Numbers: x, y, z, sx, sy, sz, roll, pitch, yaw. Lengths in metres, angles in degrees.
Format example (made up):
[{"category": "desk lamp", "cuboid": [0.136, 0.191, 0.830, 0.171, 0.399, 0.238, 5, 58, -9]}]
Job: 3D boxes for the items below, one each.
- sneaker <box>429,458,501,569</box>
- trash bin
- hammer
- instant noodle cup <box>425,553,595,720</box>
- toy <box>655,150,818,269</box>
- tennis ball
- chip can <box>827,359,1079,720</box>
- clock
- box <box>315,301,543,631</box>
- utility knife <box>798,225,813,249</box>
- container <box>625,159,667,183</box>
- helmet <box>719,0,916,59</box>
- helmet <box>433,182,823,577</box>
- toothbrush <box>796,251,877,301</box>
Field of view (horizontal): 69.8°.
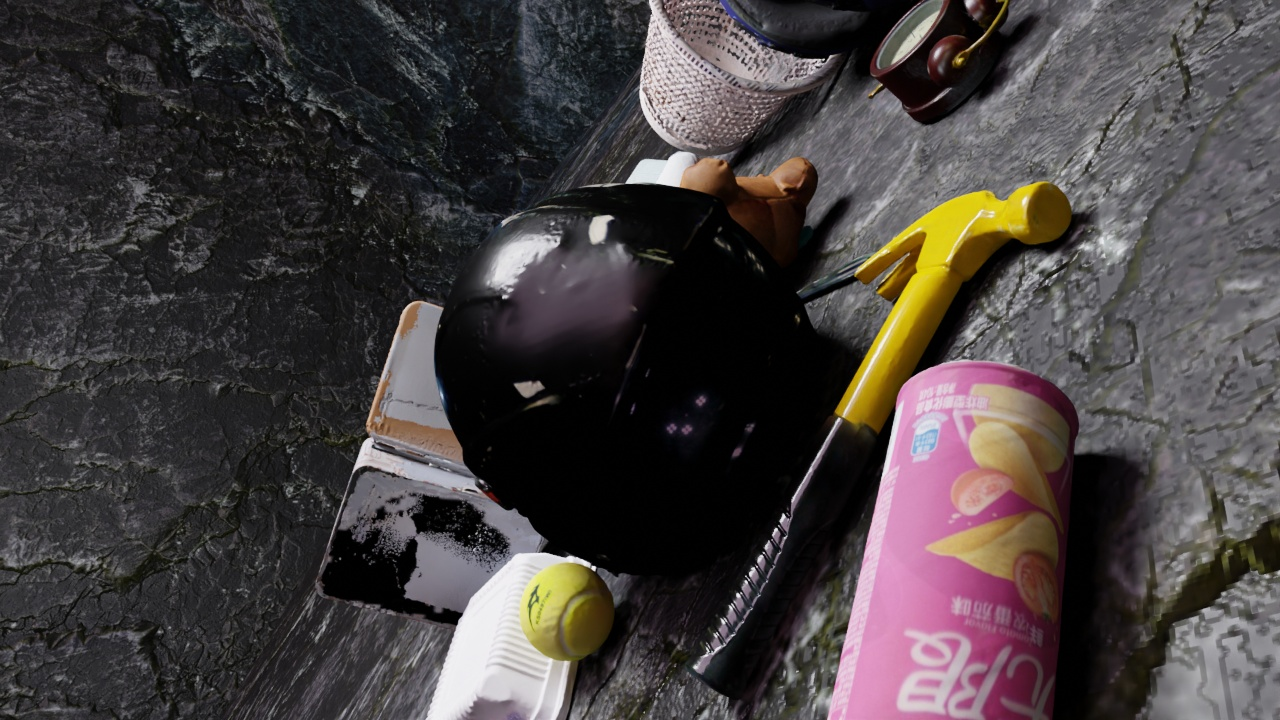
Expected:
[{"category": "sneaker", "cuboid": [-0.185, 0.127, 0.980, 0.089, 0.090, 0.242, 46, 120, 62]}, {"category": "trash bin", "cuboid": [0.093, -0.342, 1.033, 0.227, 0.227, 0.193, -63, 4, -25]}, {"category": "hammer", "cuboid": [0.112, 0.037, 0.485, 0.300, 0.033, 0.129, -58, 15, -11]}, {"category": "instant noodle cup", "cuboid": [-0.103, 0.225, 0.695, 0.138, 0.060, 0.173, -46, 19, 29]}, {"category": "toy", "cuboid": [0.050, -0.121, 0.782, 0.200, 0.140, 0.130, 165, 100, -64]}, {"category": "tennis ball", "cuboid": [-0.050, 0.172, 0.630, 0.066, 0.065, 0.065, -50, 16, 20]}, {"category": "chip can", "cuboid": [0.104, 0.100, 0.309, 0.072, 0.071, 0.210, -35, 25, 52]}, {"category": "clock", "cuboid": [0.218, -0.223, 0.658, 0.082, 0.055, 0.122, -58, 17, -11]}, {"category": "box", "cuboid": [-0.163, 0.094, 0.820, 0.105, 0.178, 0.261, -129, 60, -73]}, {"category": "utility knife", "cuboid": [0.099, -0.079, 0.803, 0.152, 0.013, 0.029, -31, 32, 52]}, {"category": "container", "cuboid": [0.029, -0.180, 1.079, 0.090, 0.090, 0.111, -56, 18, 1]}, {"category": "helmet", "cuboid": [0.168, -0.400, 0.836, 0.241, 0.247, 0.314, 108, -178, -64]}, {"category": "helmet", "cuboid": [-0.021, -0.003, 0.603, 0.275, 0.230, 0.232, 10, 60, 30]}, {"category": "toothbrush", "cuboid": [0.115, -0.049, 0.686, 0.181, 0.018, 0.015, -26, 30, 59]}]
